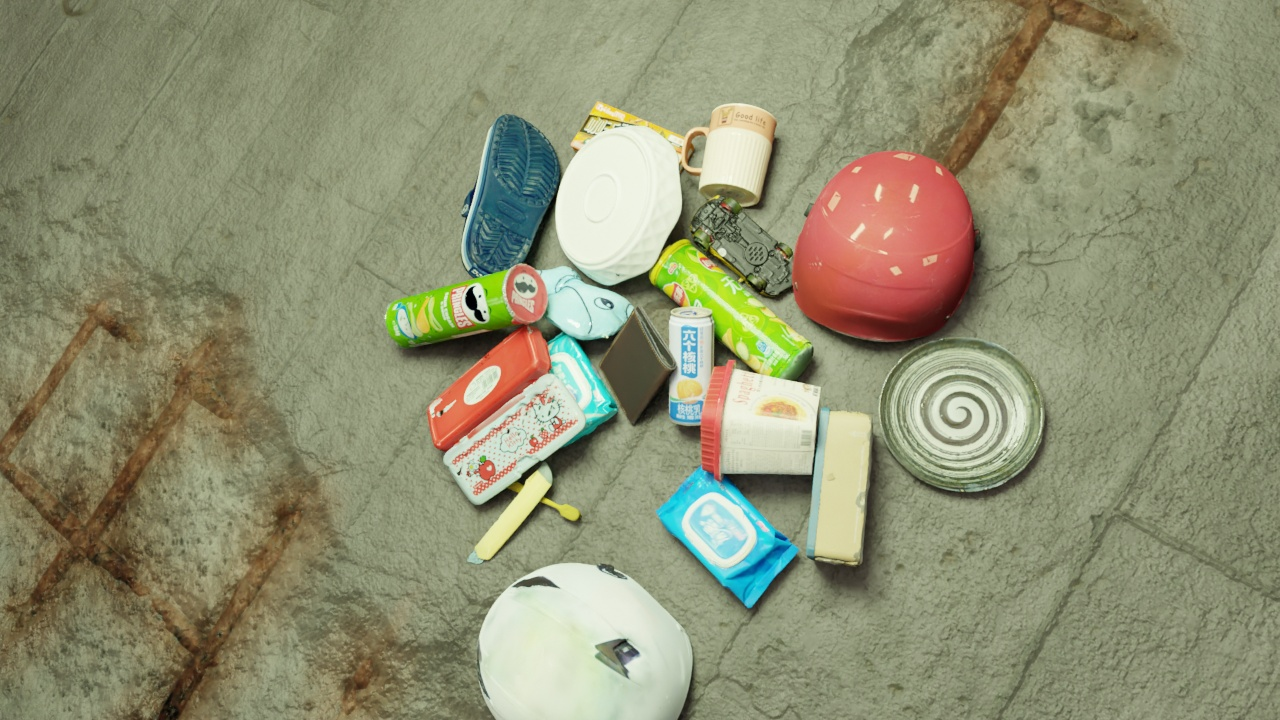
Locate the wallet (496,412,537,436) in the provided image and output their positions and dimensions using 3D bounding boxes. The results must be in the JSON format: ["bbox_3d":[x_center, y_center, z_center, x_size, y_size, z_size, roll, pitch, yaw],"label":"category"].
[{"bbox_3d":[-0.182,0.068,1.188,0.087,0.024,0.115,-38,68,8],"label":"wallet"}]

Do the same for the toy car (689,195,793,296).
[{"bbox_3d":[0.130,-0.140,1.145,0.156,0.041,0.071,40,86,7],"label":"toy car"}]

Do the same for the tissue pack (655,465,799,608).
[{"bbox_3d":[0.099,0.199,1.062,0.095,0.052,0.157,-46,70,0],"label":"tissue pack"}]

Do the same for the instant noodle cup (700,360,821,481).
[{"bbox_3d":[0.138,0.073,1.040,0.124,0.117,0.116,7,38,13],"label":"instant noodle cup"}]

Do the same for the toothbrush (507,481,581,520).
[{"bbox_3d":[-0.157,0.159,1.161,0.190,0.016,0.015,22,83,20],"label":"toothbrush"}]

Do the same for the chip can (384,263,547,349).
[{"bbox_3d":[-0.225,-0.063,1.157,0.237,0.072,0.072,-10,72,38],"label":"chip can"}]

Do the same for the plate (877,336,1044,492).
[{"bbox_3d":[0.363,0.061,1.044,0.180,0.024,0.179,-4,73,14],"label":"plate"}]

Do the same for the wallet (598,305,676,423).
[{"bbox_3d":[-0.007,0.007,1.117,0.020,0.123,0.096,-12,62,-35],"label":"wallet"}]

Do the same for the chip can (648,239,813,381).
[{"bbox_3d":[0.111,-0.056,1.115,0.221,0.072,0.072,42,89,20],"label":"chip can"}]

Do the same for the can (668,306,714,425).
[{"bbox_3d":[0.060,0.006,1.091,0.053,0.053,0.135,4,107,16],"label":"can"}]

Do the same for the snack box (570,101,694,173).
[{"bbox_3d":[-0.011,-0.286,1.231,0.154,0.026,0.075,28,84,20],"label":"snack box"}]

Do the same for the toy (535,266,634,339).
[{"bbox_3d":[-0.085,-0.072,1.167,0.161,0.050,0.156,-4,43,-17],"label":"toy"}]

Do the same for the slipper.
[{"bbox_3d":[-0.181,-0.207,1.225,0.095,0.105,0.252,-27,47,50],"label":"slipper"}]

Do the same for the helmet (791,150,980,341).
[{"bbox_3d":[0.286,-0.149,1.051,0.207,0.144,0.239,14,76,12],"label":"helmet"}]

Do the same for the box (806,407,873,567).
[{"bbox_3d":[0.225,0.136,1.027,0.062,0.090,0.184,3,74,15],"label":"box"}]

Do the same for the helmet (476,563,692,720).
[{"bbox_3d":[-0.081,0.340,1.024,0.259,0.146,0.229,30,85,20],"label":"helmet"}]

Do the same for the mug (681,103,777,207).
[{"bbox_3d":[0.107,-0.259,1.164,0.115,0.081,0.105,9,80,19],"label":"mug"}]

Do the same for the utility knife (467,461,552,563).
[{"bbox_3d":[-0.162,0.195,1.140,0.031,0.018,0.167,43,97,18],"label":"utility knife"}]

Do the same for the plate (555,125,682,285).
[{"bbox_3d":[-0.036,-0.200,1.158,0.205,0.045,0.204,-10,76,42],"label":"plate"}]

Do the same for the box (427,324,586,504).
[{"bbox_3d":[-0.173,0.068,1.131,0.201,0.058,0.161,-38,68,23],"label":"box"}]

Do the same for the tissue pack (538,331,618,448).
[{"bbox_3d":[-0.096,0.034,1.158,0.093,0.050,0.133,-34,69,6],"label":"tissue pack"}]
